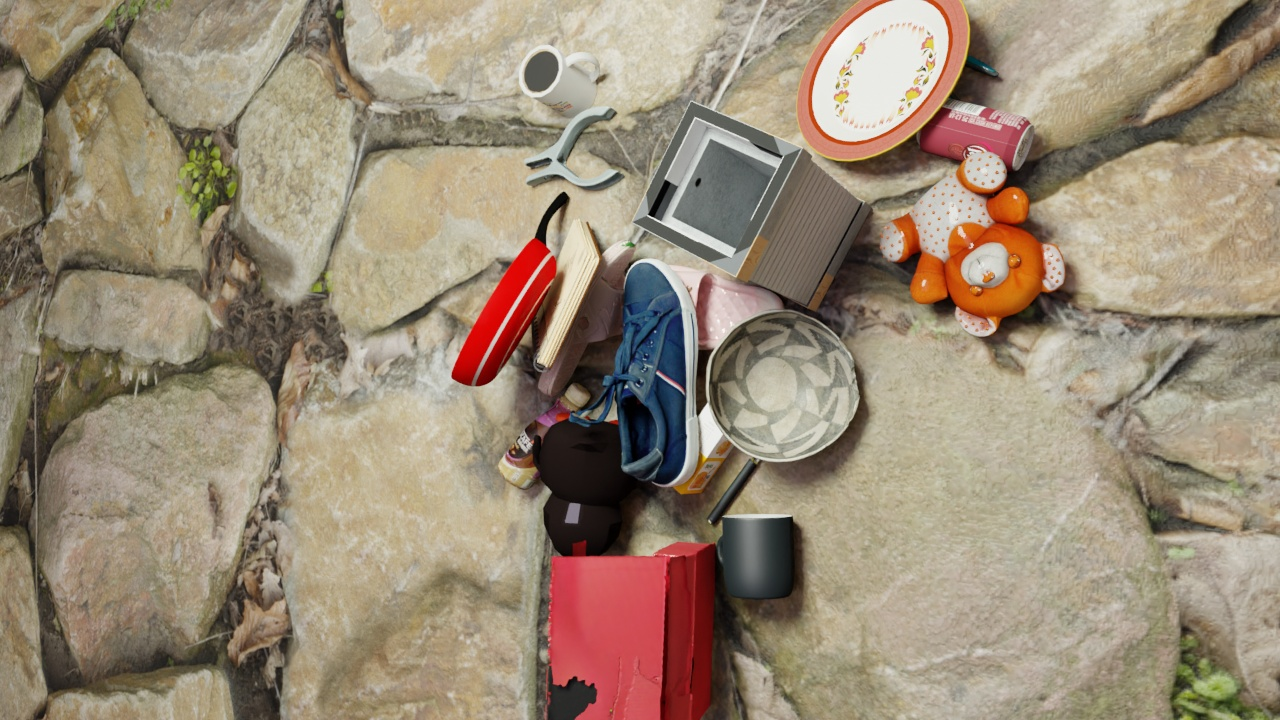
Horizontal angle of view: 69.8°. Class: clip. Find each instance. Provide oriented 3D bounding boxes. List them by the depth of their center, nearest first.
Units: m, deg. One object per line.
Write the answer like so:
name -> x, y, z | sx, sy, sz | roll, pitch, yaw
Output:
clip -> -0.088, -0.269, 1.319 | 0.174, 0.030, 0.158 | -30, 69, 25

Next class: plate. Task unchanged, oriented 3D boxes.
plate -> 0.284, -0.339, 1.087 | 0.230, 0.021, 0.229 | -22, 59, 40

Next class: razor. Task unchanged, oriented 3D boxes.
razor -> 0.128, 0.150, 1.156 | 0.043, 0.022, 0.144 | 31, 109, -12

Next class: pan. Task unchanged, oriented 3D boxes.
pan -> -0.151, -0.109, 1.228 | 0.067, 0.355, 0.209 | 31, 140, -4

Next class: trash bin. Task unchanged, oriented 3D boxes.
trash bin -> 0.135, -0.167, 1.052 | 0.142, 0.246, 0.142 | 32, 100, 29

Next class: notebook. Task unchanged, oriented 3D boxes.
notebook -> -0.104, -0.091, 1.218 | 0.024, 0.225, 0.168 | 22, 106, -15

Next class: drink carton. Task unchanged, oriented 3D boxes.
drink carton -> 0.084, 0.108, 1.162 | 0.040, 0.058, 0.123 | 40, 104, 27

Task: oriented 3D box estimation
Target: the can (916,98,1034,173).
can -> 0.374, -0.253, 1.029 | 0.114, 0.063, 0.063 | 25, 97, 30

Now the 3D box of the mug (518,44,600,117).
mug -> -0.105, -0.403, 1.306 | 0.105, 0.089, 0.073 | -21, 74, 26

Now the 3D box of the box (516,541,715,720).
box -> 0.006, 0.321, 1.038 | 0.121, 0.317, 0.211 | -1, 86, 38

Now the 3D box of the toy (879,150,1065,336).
toy -> 0.364, -0.122, 1.004 | 0.164, 0.092, 0.172 | -42, 69, 27

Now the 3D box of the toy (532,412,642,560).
toy -> -0.072, 0.173, 1.197 | 0.159, 0.140, 0.184 | 8, 97, 5

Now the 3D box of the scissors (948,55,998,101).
scissors -> 0.353, -0.346, 1.077 | 0.149, 0.019, 0.123 | 2, 90, 36

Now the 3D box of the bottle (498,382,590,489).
bottle -> -0.131, 0.103, 1.287 | 0.059, 0.059, 0.166 | 44, 102, 26

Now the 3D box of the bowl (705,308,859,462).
bowl -> 0.163, 0.031, 1.101 | 0.178, 0.081, 0.178 | 0, 87, -1

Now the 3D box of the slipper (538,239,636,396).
slipper -> -0.060, -0.047, 1.237 | 0.064, 0.094, 0.240 | 32, 105, 12

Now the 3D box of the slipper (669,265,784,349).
slipper -> 0.082, -0.063, 1.184 | 0.222, 0.055, 0.107 | 13, 93, 30

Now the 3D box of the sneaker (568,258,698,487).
sneaker -> -0.007, 0.007, 1.132 | 0.121, 0.127, 0.294 | -17, 68, 39

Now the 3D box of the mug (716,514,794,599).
mug -> 0.132, 0.236, 1.115 | 0.122, 0.085, 0.094 | -11, 78, 57
